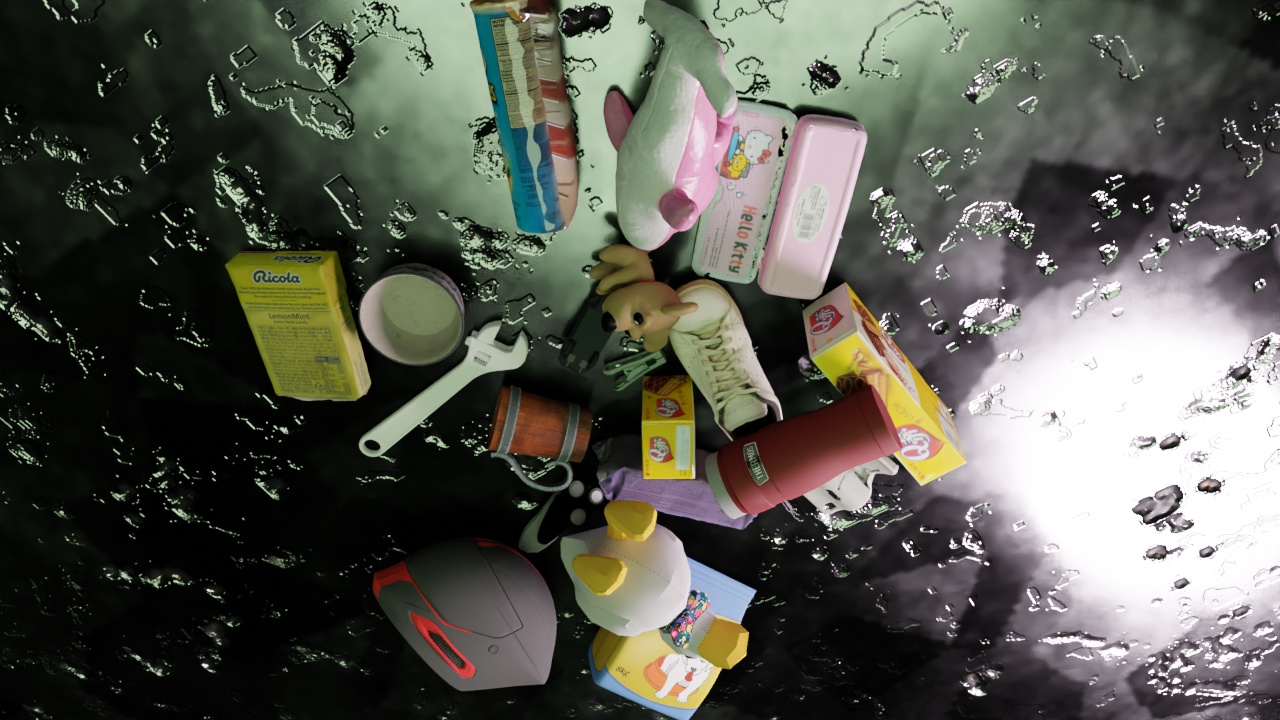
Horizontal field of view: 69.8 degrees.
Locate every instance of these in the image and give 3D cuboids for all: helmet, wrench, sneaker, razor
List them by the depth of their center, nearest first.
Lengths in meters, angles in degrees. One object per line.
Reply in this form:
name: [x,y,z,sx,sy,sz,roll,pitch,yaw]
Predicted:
sneaker: [0.100,0.024,1.056,0.089,0.102,0.241,-24,118,13]
wrench: [-0.245,0.040,1.114,0.274,0.018,0.066,-36,115,20]
razor: [-0.110,0.207,1.193,0.057,0.060,0.157,24,137,-27]
helmet: [-0.204,0.325,1.196,0.169,0.164,0.265,-39,111,-12]

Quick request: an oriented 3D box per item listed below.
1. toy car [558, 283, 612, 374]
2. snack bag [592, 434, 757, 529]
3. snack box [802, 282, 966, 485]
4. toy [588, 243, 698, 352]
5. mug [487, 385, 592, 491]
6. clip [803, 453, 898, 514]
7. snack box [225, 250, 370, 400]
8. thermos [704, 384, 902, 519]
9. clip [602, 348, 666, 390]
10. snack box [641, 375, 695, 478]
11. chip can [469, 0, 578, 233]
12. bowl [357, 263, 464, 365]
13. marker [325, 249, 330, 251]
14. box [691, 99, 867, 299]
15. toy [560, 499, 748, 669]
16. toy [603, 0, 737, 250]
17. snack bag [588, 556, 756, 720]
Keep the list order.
toy car: [-0.054,-0.038,1.057,0.046,0.034,0.112,26,101,-18]
snack bag: [0.043,0.143,1.131,0.205,0.096,0.058,14,113,-9]
snack box: [0.280,0.028,1.054,0.062,0.109,0.230,-34,115,24]
toy: [-0.002,-0.073,0.994,0.105,0.134,0.108,-20,78,-22]
mug: [-0.125,0.097,1.106,0.111,0.081,0.117,13,101,-12]
clip: [0.250,0.120,1.138,0.125,0.091,0.152,39,126,-22]
snack box: [-0.381,-0.038,1.043,0.121,0.045,0.181,1,122,13]
thermos: [0.179,0.104,1.005,0.199,0.084,0.108,-26,153,18]
clip: [-0.006,0.006,1.092,0.074,0.023,0.035,-26,116,12]
snack box: [0.033,0.077,1.085,0.061,0.105,0.084,-1,120,2]
chip can: [-0.107,-0.245,0.916,0.080,0.079,0.230,-6,121,3]
bowl: [-0.252,-0.059,1.031,0.115,0.059,0.116,0,120,0]
marker: [-0.342,-0.062,1.051,0.022,0.016,0.139,21,128,34]
box: [0.146,-0.166,0.980,0.154,0.044,0.202,8,119,-4]
toy: [0.003,0.279,1.130,0.247,0.140,0.268,17,151,33]
toy: [0.044,-0.217,0.900,0.127,0.186,0.266,-19,150,-24]
snack bag: [0.045,0.372,1.270,0.159,0.102,0.205,29,99,-16]
